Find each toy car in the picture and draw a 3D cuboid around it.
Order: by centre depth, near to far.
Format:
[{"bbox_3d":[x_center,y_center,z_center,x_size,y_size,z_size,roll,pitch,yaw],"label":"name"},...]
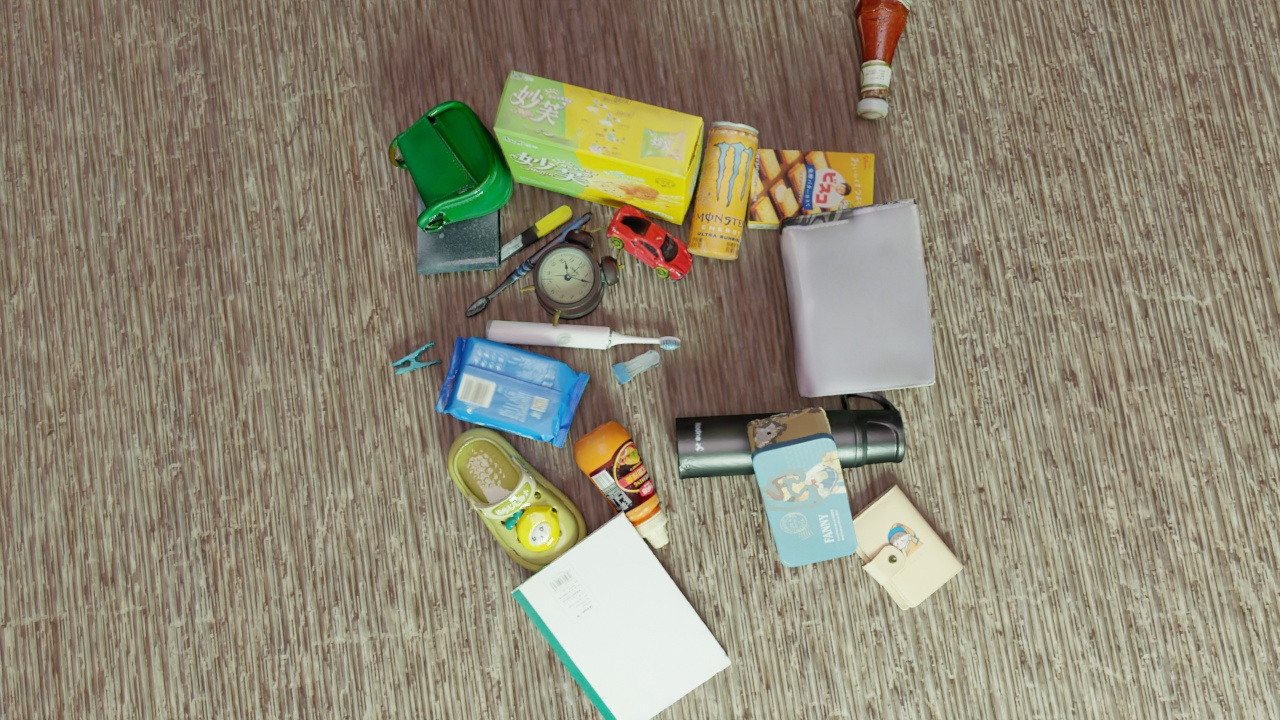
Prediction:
[{"bbox_3d":[0.014,-0.132,1.032,0.106,0.031,0.049,34,58,-13],"label":"toy car"}]

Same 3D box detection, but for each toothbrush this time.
[{"bbox_3d":[-0.065,-0.027,1.044,0.221,0.026,0.027,4,125,3],"label":"toothbrush"},{"bbox_3d":[-0.129,-0.111,1.061,0.189,0.016,0.014,-39,90,-2],"label":"toothbrush"}]

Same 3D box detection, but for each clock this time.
[{"bbox_3d":[-0.072,-0.099,1.036,0.122,0.055,0.082,-43,84,-3],"label":"clock"}]

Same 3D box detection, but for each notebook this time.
[{"bbox_3d":[-0.020,0.289,0.995,0.150,0.012,0.209,-35,98,-1],"label":"notebook"}]

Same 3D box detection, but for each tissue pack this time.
[{"bbox_3d":[-0.143,0.034,1.026,0.157,0.052,0.095,16,78,4],"label":"tissue pack"}]

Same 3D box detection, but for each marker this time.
[{"bbox_3d":[-0.132,-0.141,1.065,0.124,0.015,0.018,-33,79,2],"label":"marker"}]

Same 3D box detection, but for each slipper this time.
[{"bbox_3d":[-0.144,0.154,1.005,0.091,0.081,0.190,-44,82,1],"label":"slipper"}]

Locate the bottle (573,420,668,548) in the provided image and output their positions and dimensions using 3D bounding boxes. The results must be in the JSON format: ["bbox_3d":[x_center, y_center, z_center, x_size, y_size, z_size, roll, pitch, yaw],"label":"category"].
[{"bbox_3d":[-0.014,0.141,1.011,0.067,0.067,0.149,-32,91,-1],"label":"bottle"}]

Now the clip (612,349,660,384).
[{"bbox_3d":[-0.004,0.006,1.043,0.058,0.045,0.027,-27,83,-6],"label":"clip"}]

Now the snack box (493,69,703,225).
[{"bbox_3d":[-0.042,-0.225,0.995,0.210,0.158,0.070,15,81,4],"label":"snack box"}]

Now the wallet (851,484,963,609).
[{"bbox_3d":[0.284,0.207,1.007,0.087,0.024,0.115,-39,85,0],"label":"wallet"}]

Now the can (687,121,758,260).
[{"bbox_3d":[0.092,-0.188,1.025,0.058,0.058,0.146,10,94,4],"label":"can"}]

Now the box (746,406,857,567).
[{"bbox_3d":[0.170,0.138,0.959,0.090,0.059,0.184,-16,121,10],"label":"box"}]

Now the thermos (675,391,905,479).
[{"bbox_3d":[0.160,0.081,1.010,0.242,0.068,0.089,-4,52,1],"label":"thermos"}]

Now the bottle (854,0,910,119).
[{"bbox_3d":[0.273,-0.380,1.046,0.060,0.060,0.206,6,88,3],"label":"bottle"}]

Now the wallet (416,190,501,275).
[{"bbox_3d":[-0.211,-0.159,1.061,0.097,0.019,0.120,-4,74,2],"label":"wallet"}]

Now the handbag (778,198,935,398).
[{"bbox_3d":[0.229,-0.064,0.986,0.145,0.098,0.197,-7,95,1],"label":"handbag"}]

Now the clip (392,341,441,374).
[{"bbox_3d":[-0.259,-0.001,1.057,0.056,0.013,0.039,-21,83,-1],"label":"clip"}]

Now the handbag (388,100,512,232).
[{"bbox_3d":[-0.216,-0.219,1.041,0.120,0.068,0.131,-27,73,4],"label":"handbag"}]

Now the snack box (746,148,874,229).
[{"bbox_3d":[0.193,-0.192,1.044,0.140,0.034,0.087,4,85,1],"label":"snack box"}]
